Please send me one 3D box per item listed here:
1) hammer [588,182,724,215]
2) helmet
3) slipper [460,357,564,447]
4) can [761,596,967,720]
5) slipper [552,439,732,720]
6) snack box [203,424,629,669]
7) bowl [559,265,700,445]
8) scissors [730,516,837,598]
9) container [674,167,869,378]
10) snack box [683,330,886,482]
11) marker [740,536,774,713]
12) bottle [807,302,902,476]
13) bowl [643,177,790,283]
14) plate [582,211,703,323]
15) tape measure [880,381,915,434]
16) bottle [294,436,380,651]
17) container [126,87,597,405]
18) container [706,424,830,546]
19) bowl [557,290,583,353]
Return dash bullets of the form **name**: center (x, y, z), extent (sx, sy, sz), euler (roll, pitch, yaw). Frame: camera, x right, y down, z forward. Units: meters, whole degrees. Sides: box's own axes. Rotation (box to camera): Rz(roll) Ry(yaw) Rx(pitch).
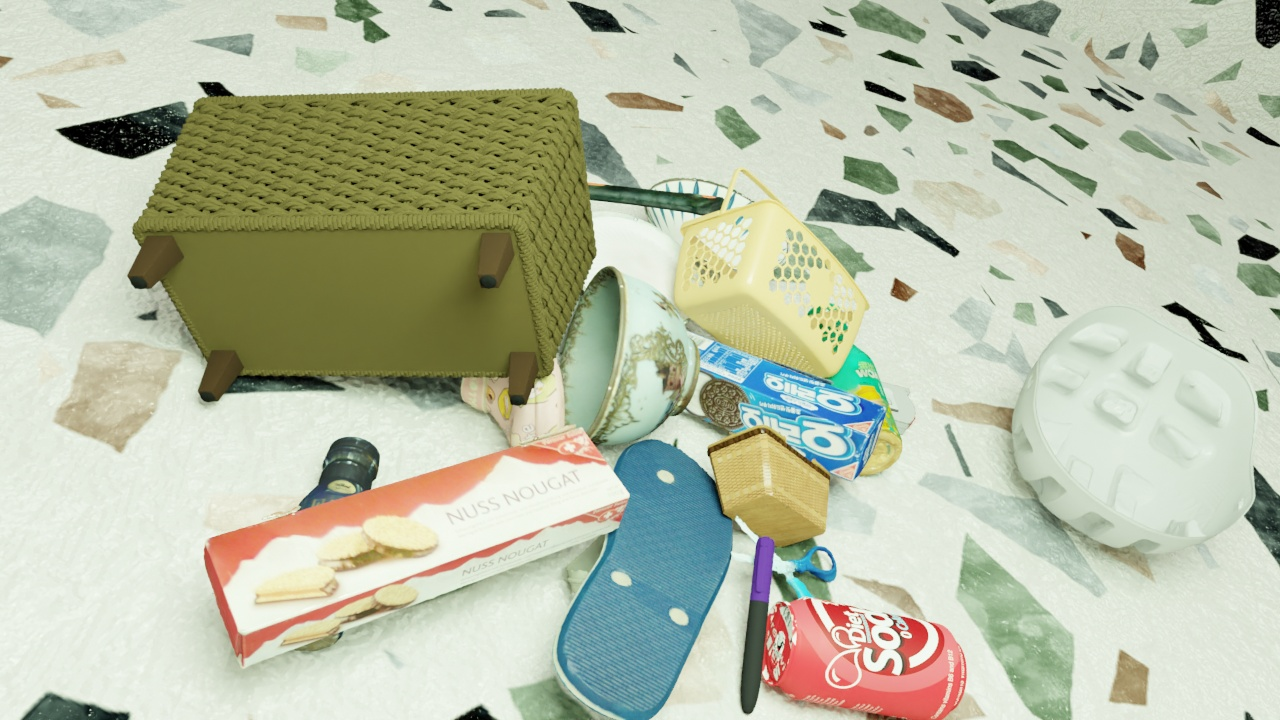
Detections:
- **hammer**: center (-0.073, -0.186, 1.004), extent (0.333, 0.033, 0.132), euler (9, 22, 12)
- **helmet**: center (0.489, 0.080, 0.921), extent (0.224, 0.184, 0.281), euler (25, 33, 12)
- **slipper**: center (-0.117, 0.012, 0.803), extent (0.081, 0.093, 0.197), euler (-6, 46, -15)
- **can**: center (0.169, 0.227, 0.696), extent (0.142, 0.075, 0.074), euler (14, 40, -10)
- **slipper**: center (0.003, 0.165, 0.703), extent (0.118, 0.060, 0.294), euler (27, 30, 1)
- **snack box**: center (-0.138, 0.113, 0.613), extent (0.272, 0.044, 0.076), euler (-14, 50, -33)
- **bowl**: center (-0.005, 0.005, 0.809), extent (0.093, 0.160, 0.159), euler (13, 40, -21)
- **scissors**: center (0.123, 0.167, 0.766), extent (0.133, 0.015, 0.103), euler (43, 37, -4)
- **container**: center (0.137, -0.086, 0.926), extent (0.183, 0.129, 0.166), euler (40, 56, -32)
- **snack box**: center (0.110, 0.036, 0.860), extent (0.226, 0.060, 0.059), euler (22, 36, 21)
- **marker**: center (0.089, 0.199, 0.701), extent (0.015, 0.018, 0.133), euler (4, 63, 14)
- **bottle**: center (0.212, 0.021, 0.953), extent (0.068, 0.068, 0.209), euler (10, 41, -14)
- **bowl**: center (0.078, -0.133, 1.063), extent (0.177, 0.071, 0.177), euler (13, 40, -11)
- **plate**: center (-0.007, -0.090, 0.923), extent (0.157, 0.014, 0.156), euler (18, 45, -19)
- **tape measure**: center (0.264, 0.047, 0.984), extent (0.060, 0.020, 0.062), euler (14, 40, -9)
- **bottle**: center (-0.219, 0.124, 0.651), extent (0.056, 0.056, 0.160), euler (12, 40, -12)
- **container**: center (-0.212, -0.084, 0.731), extent (0.321, 0.177, 0.204), euler (0, 46, 6)
- **container**: center (0.113, 0.111, 0.784), extent (0.114, 0.063, 0.061), euler (36, 41, -38)
- **bowl**: center (-0.080, -0.075, 0.930), extent (0.131, 0.065, 0.131), euler (13, 40, -11)
